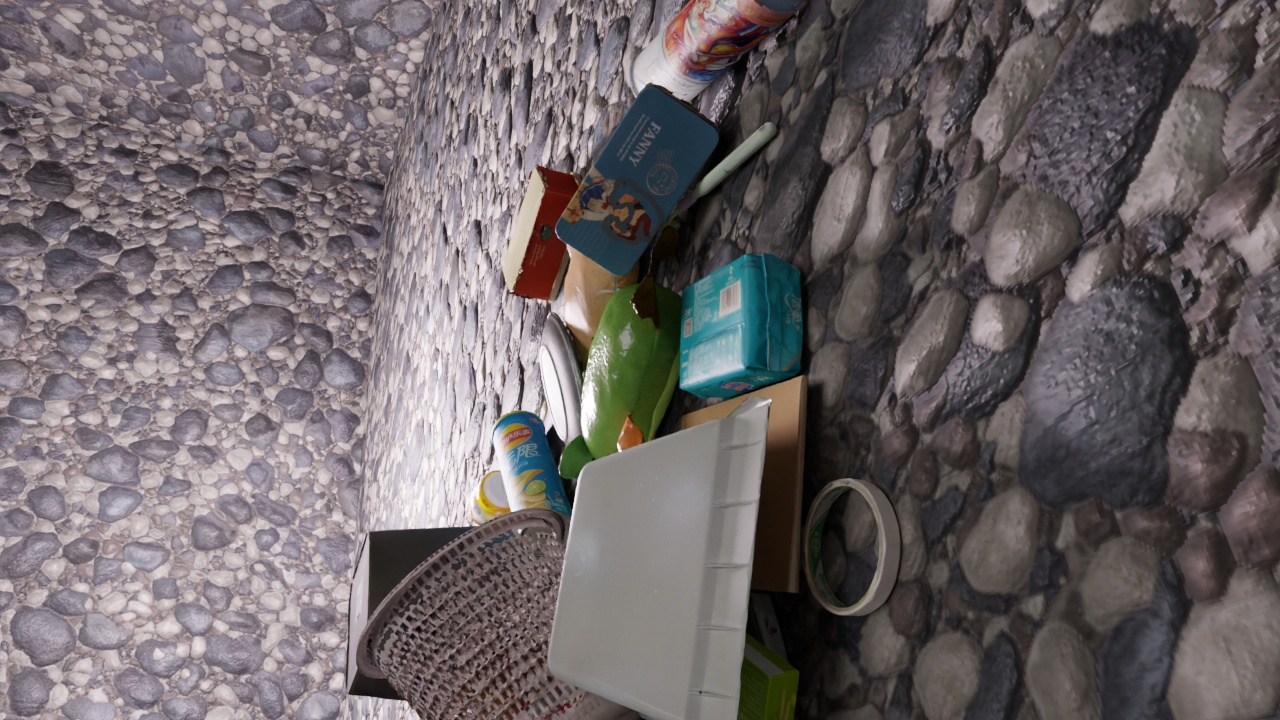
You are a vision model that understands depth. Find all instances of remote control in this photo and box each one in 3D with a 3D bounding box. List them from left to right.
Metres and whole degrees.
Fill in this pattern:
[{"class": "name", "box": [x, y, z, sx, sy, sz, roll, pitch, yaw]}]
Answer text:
[{"class": "remote control", "box": [0.065, 0.231, 0.689, 0.135, 0.019, 0.056, 121, 149, -41]}]

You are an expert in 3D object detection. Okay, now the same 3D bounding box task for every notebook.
[{"class": "notebook", "box": [0.071, 0.102, 0.720, 0.212, 0.012, 0.149, 152, 125, -66]}]

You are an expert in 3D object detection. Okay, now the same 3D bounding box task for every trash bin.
[{"class": "trash bin", "box": [-0.225, 0.300, 1.088, 0.198, 0.219, 0.200, -102, 29, -42]}, {"class": "trash bin", "box": [-0.107, 0.277, 0.820, 0.192, 0.226, 0.228, 46, 130, 26]}]

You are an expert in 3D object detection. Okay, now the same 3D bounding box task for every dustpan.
[{"class": "dustpan", "box": [0.035, 0.165, 0.692, 0.258, 0.142, 0.222, -13, 61, 47]}]

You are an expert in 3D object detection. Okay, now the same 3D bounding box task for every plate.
[{"class": "plate", "box": [-0.090, 0.034, 1.039, 0.180, 0.024, 0.179, 167, 90, -74]}]

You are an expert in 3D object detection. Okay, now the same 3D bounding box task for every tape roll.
[{"class": "tape roll", "box": [0.132, 0.118, 0.583, 0.086, 0.014, 0.086, -171, 90, -67]}]

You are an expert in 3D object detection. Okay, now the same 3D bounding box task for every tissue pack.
[{"class": "tissue pack", "box": [0.075, -0.023, 0.723, 0.134, 0.050, 0.093, 157, 117, -64]}]

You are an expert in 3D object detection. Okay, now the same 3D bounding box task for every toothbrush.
[{"class": "toothbrush", "box": [0.068, -0.162, 0.833, 0.029, 0.020, 0.190, -56, 10, -31]}]

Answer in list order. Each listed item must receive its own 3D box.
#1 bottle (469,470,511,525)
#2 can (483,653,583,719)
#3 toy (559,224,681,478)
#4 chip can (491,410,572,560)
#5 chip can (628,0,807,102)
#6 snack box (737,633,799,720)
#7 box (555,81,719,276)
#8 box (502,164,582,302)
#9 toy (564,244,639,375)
[{"class": "bottle", "box": [-0.207, 0.196, 1.279, 0.109, 0.063, 0.063, 132, 141, -52]}, {"class": "can", "box": [-0.113, 0.343, 0.967, 0.066, 0.093, 0.066, -171, 91, -67]}, {"class": "toy", "box": [-0.005, 0.005, 0.848, 0.226, 0.090, 0.247, -82, 7, -55]}, {"class": "chip can", "box": [-0.132, 0.146, 1.113, 0.210, 0.071, 0.071, -118, 43, -55]}, {"class": "chip can", "box": [0.065, -0.294, 0.822, 0.215, 0.071, 0.071, 162, 115, -64]}, {"class": "snack box", "box": [0.065, 0.269, 0.635, 0.086, 0.026, 0.156, 18, 104, 59]}, {"class": "box", "box": [0.000, -0.174, 0.861, 0.185, 0.090, 0.061, -56, 9, 24]}, {"class": "box", "box": [-0.138, -0.172, 1.235, 0.091, 0.080, 0.169, -116, 41, -52]}, {"class": "toy", "box": [-0.042, -0.068, 0.987, 0.143, 0.082, 0.226, 149, 125, -80]}]
